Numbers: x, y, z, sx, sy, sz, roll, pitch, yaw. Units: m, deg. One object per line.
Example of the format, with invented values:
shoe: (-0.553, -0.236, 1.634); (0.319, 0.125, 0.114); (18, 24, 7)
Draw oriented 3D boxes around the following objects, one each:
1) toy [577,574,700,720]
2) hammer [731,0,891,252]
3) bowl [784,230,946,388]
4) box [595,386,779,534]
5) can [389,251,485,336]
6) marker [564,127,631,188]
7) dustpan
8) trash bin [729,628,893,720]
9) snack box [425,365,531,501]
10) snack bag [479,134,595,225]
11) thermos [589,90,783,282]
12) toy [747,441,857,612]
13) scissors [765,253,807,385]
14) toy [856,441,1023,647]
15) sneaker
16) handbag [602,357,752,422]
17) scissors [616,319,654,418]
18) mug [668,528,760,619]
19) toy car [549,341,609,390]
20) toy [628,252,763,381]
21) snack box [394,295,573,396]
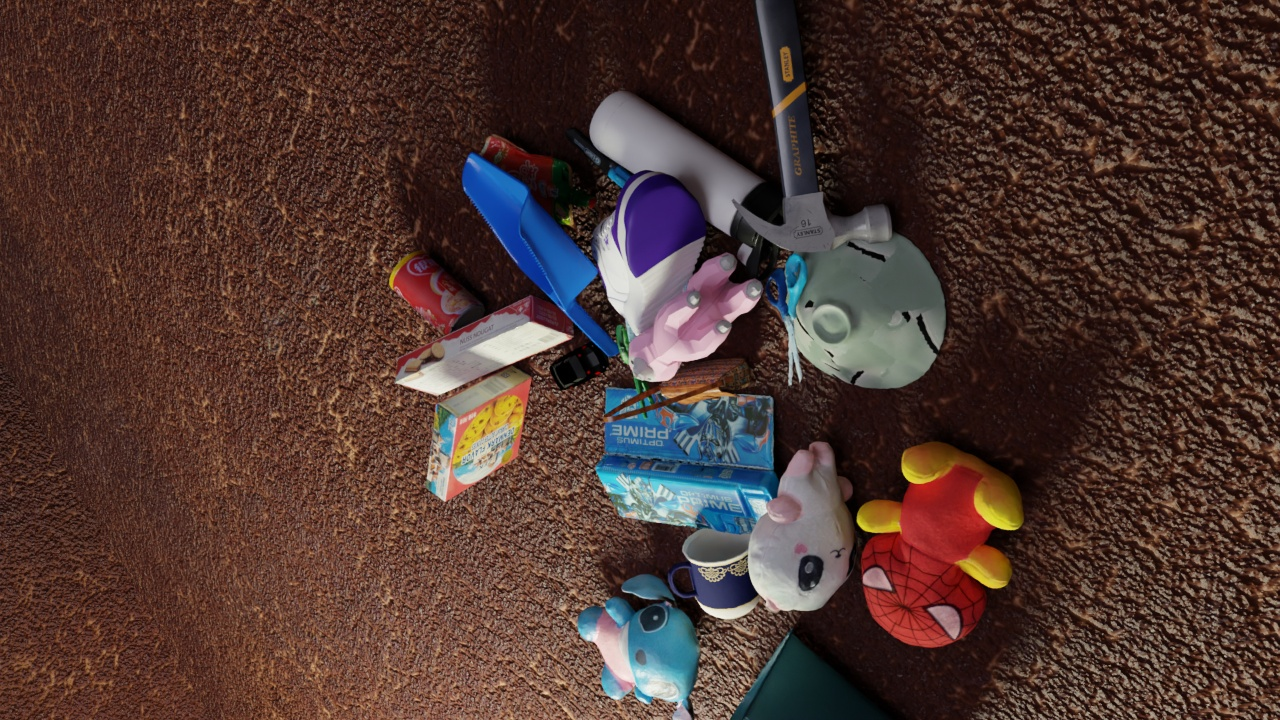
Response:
toy: (0.005, 0.396, 1.212); (0.192, 0.098, 0.224); (-20, 83, 47)
hammer: (0.138, -0.253, 0.828); (0.139, 0.035, 0.312); (-8, 99, 8)
bowl: (0.198, -0.043, 0.881); (0.174, 0.067, 0.174); (16, 118, 34)
box: (0.052, 0.124, 1.078); (0.244, 0.060, 0.175); (1, 110, 37)
can: (-0.272, -0.086, 1.230); (0.124, 0.066, 0.067); (41, 129, 16)
marker: (-0.040, -0.220, 1.022); (0.123, 0.015, 0.018); (43, 131, 17)
dustpan: (-0.094, -0.105, 1.034); (0.257, 0.059, 0.245); (46, 178, -31)
trash bin: (0.198, 0.468, 1.043); (0.219, 0.198, 0.197); (33, 128, 14)
snack box: (-0.214, 0.095, 1.216); (0.040, 0.142, 0.145); (30, 126, 23)
snack bag: (-0.119, -0.209, 1.079); (0.155, 0.044, 0.087); (24, 136, 20)
thermos: (0.050, -0.179, 0.940); (0.230, 0.068, 0.101); (37, 141, 18)
toy: (0.173, 0.173, 0.962); (0.101, 0.138, 0.180); (24, 115, 48)
scissors: (0.145, -0.035, 0.908); (0.083, 0.016, 0.135); (169, 99, -72)
toy: (0.287, 0.185, 0.896); (0.147, 0.098, 0.217); (35, 127, 34)
sneaker: (-0.002, -0.126, 0.953); (0.111, 0.091, 0.245); (53, 161, 27)
handbag: (0.035, 0.041, 0.962); (0.094, 0.195, 0.043); (-6, 100, 42)
scissors: (-0.003, 0.003, 1.065); (0.012, 0.108, 0.132); (-11, 126, 14)
mug: (0.089, 0.257, 1.079); (0.086, 0.111, 0.089); (-143, 38, -67)
toy car: (-0.078, 0.008, 1.141); (0.092, 0.036, 0.042); (-26, 93, 42)
toy: (0.050, -0.038, 0.946); (0.067, 0.123, 0.158); (44, 149, -5)
snack box: (-0.206, -0.016, 1.185); (0.274, 0.076, 0.044); (-21, 61, 37)
